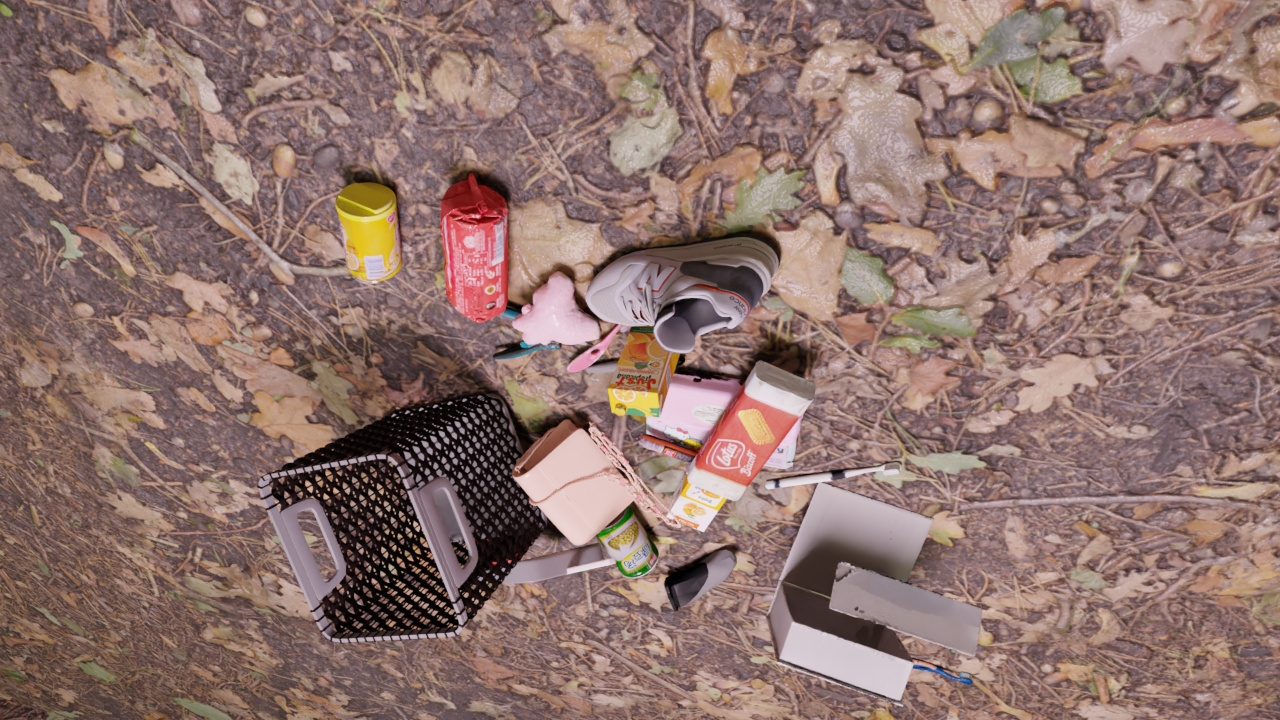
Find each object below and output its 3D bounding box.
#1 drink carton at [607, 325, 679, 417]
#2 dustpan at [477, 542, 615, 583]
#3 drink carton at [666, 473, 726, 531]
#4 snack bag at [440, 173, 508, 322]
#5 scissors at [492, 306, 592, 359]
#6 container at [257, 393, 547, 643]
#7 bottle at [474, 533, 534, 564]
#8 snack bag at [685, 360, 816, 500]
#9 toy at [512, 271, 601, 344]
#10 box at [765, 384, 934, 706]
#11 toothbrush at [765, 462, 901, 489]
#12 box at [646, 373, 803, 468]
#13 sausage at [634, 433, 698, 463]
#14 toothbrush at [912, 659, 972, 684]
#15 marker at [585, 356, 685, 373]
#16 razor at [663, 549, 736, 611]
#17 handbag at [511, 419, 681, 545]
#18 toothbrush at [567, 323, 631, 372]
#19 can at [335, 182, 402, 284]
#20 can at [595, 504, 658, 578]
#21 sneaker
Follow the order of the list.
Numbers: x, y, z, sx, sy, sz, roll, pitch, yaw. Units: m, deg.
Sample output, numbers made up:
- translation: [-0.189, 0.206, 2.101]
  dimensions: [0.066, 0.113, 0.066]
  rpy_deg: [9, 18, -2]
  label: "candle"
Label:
- translation: [0.006, 0.013, 1.085]
  dimensions: [0.058, 0.122, 0.041]
  rpy_deg: [5, 134, 14]
  label: "drink carton"
- translation: [-0.121, 0.292, 1.314]
  dimensions: [0.162, 0.033, 0.258]
  rpy_deg: [-4, 165, -42]
  label: "dustpan"
- translation: [0.085, 0.186, 1.282]
  dimensions: [0.058, 0.040, 0.123]
  rpy_deg: [22, 135, -3]
  label: "drink carton"
- translation: [-0.191, -0.121, 1.053]
  dimensions: [0.082, 0.082, 0.177]
  rpy_deg: [13, 134, 6]
  label: "snack bag"
- translation: [-0.141, -0.041, 1.156]
  dimensions: [0.148, 0.019, 0.118]
  rpy_deg: [-18, 128, 25]
  label: "scissors"
- translation: [-0.302, 0.200, 1.236]
  dimensions: [0.246, 0.243, 0.247]
  rpy_deg: [-12, 104, 28]
  label: "container"
- translation: [-0.211, 0.270, 1.425]
  dimensions: [0.099, 0.098, 0.111]
  rpy_deg: [11, 132, 8]
  label: "bottle"
- translation: [0.130, 0.091, 1.122]
  dimensions: [0.077, 0.041, 0.226]
  rpy_deg: [22, 134, -5]
  label: "snack bag"
- translation: [-0.107, -0.051, 1.107]
  dimensions: [0.096, 0.052, 0.099]
  rpy_deg: [-23, 118, 17]
  label: "toy"
- translation: [0.298, 0.249, 1.279]
  dimensions: [0.167, 0.444, 0.165]
  rpy_deg: [19, 145, 1]
  label: "box"
- translation: [0.251, 0.154, 1.212]
  dimensions: [0.187, 0.017, 0.012]
  rpy_deg: [-13, 107, 29]
  label: "toothbrush"
- translation: [0.103, 0.084, 1.179]
  dimensions: [0.201, 0.041, 0.154]
  rpy_deg: [10, 135, 10]
  label: "box"
- translation: [0.065, 0.127, 1.220]
  dimensions: [0.155, 0.020, 0.020]
  rpy_deg: [21, 136, -9]
  label: "sausage"
- translation: [0.462, 0.493, 1.467]
  dimensions: [0.135, 0.017, 0.022]
  rpy_deg: [12, 131, 11]
  label: "toothbrush"
- translation: [-0.007, 0.007, 1.162]
  dimensions: [0.139, 0.016, 0.022]
  rpy_deg: [-6, 153, 25]
  label: "marker"
- translation: [0.094, 0.334, 1.414]
  dimensions: [0.157, 0.057, 0.060]
  rpy_deg: [-35, 143, 31]
  label: "razor"
- translation: [-0.073, 0.176, 1.224]
  dimensions: [0.199, 0.116, 0.187]
  rpy_deg: [54, 164, -29]
  label: "handbag"
- translation: [-0.052, -0.017, 1.148]
  dimensions: [0.021, 0.016, 0.135]
  rpy_deg: [25, 135, -29]
  label: "toothbrush"
- translation: [-0.318, -0.150, 1.079]
  dimensions: [0.068, 0.067, 0.105]
  rpy_deg: [14, 136, 6]
  label: "can"
- translation: [-0.025, 0.265, 1.376]
  dimensions: [0.067, 0.067, 0.121]
  rpy_deg: [-10, 128, 27]
  label: "can"
- translation: [0.030, -0.063, 1.003]
  dimensions: [0.240, 0.124, 0.089]
  rpy_deg: [-14, 127, 29]
  label: "sneaker"
